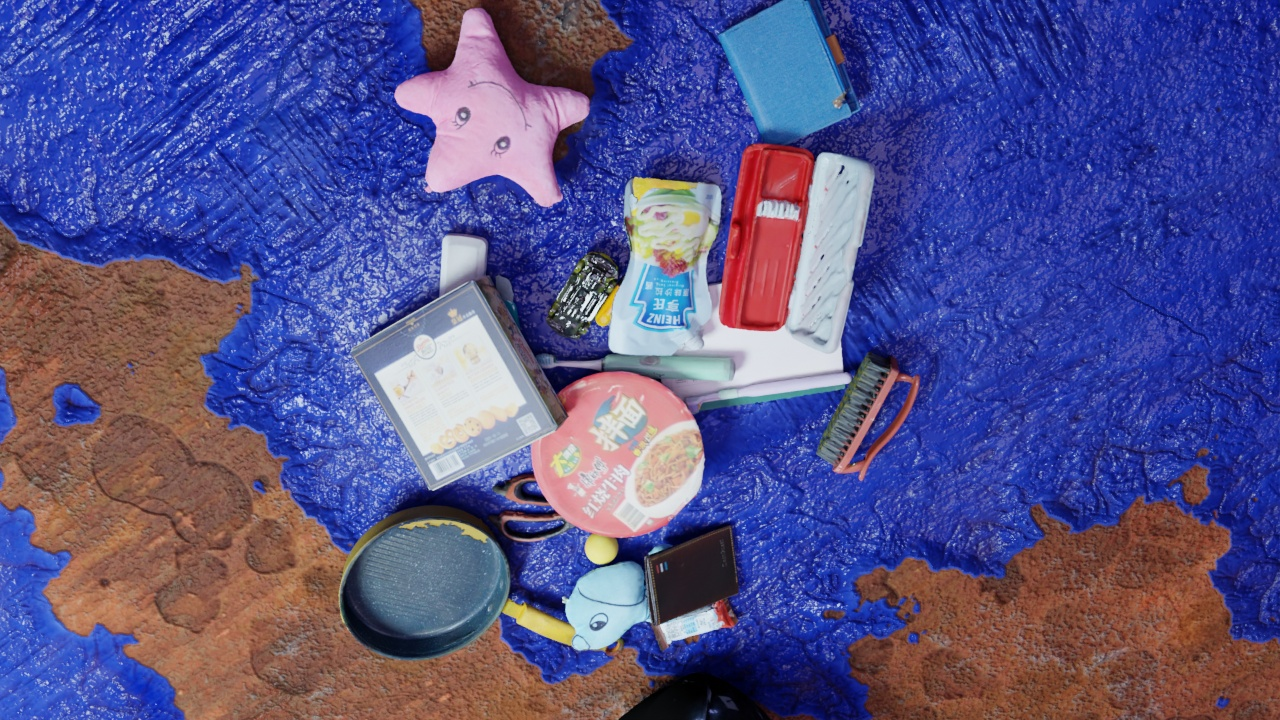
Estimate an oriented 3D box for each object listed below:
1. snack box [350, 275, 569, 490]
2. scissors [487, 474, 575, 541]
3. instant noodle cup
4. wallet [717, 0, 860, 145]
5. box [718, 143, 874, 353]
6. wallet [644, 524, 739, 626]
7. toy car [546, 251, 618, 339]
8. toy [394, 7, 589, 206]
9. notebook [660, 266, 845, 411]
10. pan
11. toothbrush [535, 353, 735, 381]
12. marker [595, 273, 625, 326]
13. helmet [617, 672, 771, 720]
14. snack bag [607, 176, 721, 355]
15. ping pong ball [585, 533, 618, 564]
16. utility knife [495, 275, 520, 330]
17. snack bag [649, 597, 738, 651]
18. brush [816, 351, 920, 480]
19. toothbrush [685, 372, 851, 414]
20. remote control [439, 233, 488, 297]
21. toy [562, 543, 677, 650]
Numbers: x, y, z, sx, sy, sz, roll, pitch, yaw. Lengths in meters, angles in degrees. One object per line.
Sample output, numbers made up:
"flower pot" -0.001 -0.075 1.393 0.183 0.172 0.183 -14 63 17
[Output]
"snack box" -0.198 0.026 1.000 0.178 0.045 0.182 -26 96 21
"scissors" -0.070 0.166 1.099 0.207 0.015 0.192 -42 104 13
"instant noodle cup" -0.024 0.101 1.042 0.194 0.065 0.194 1 101 4
"wallet" 0.152 -0.294 0.929 0.106 0.040 0.133 -22 110 16
"box" 0.161 -0.118 0.955 0.155 0.073 0.201 16 113 22
"wallet" 0.063 0.258 1.104 0.122 0.020 0.096 -15 111 -26
"toy car" -0.064 -0.072 1.009 0.048 0.032 0.105 29 113 -10
"toy" -0.150 -0.232 0.928 0.194 0.074 0.178 40 96 -12
"notebook" 0.121 -0.020 1.037 0.209 0.012 0.150 -9 110 4
"pan" -0.182 0.295 1.108 0.357 0.078 0.198 20 104 -26
"toothbrush" -0.006 0.006 1.029 0.224 0.026 0.027 2 138 0
"marker" -0.011 -0.089 1.012 0.018 0.015 0.124 32 104 -17
"helmet" 0.076 0.509 1.091 0.229 0.275 0.233 -42 118 -15
"snack bag" 0.027 -0.097 0.984 0.110 0.039 0.191 1 103 -20
"ping pong ball" -0.047 0.225 1.107 0.040 0.040 0.040 0 109 0
"utility knife" -0.146 -0.010 1.039 0.029 0.013 0.180 -5 109 0
"snack bag" 0.066 0.328 1.150 0.104 0.026 0.048 -22 97 8
"brush" 0.258 0.067 1.041 0.069 0.063 0.146 26 109 5
"toothbrush" 0.146 0.035 1.043 0.189 0.029 0.021 -10 74 3
"remote control" -0.197 -0.076 1.011 0.049 0.024 0.125 7 110 -2
"toy" -0.019 0.287 1.109 0.156 0.050 0.161 23 96 -21
